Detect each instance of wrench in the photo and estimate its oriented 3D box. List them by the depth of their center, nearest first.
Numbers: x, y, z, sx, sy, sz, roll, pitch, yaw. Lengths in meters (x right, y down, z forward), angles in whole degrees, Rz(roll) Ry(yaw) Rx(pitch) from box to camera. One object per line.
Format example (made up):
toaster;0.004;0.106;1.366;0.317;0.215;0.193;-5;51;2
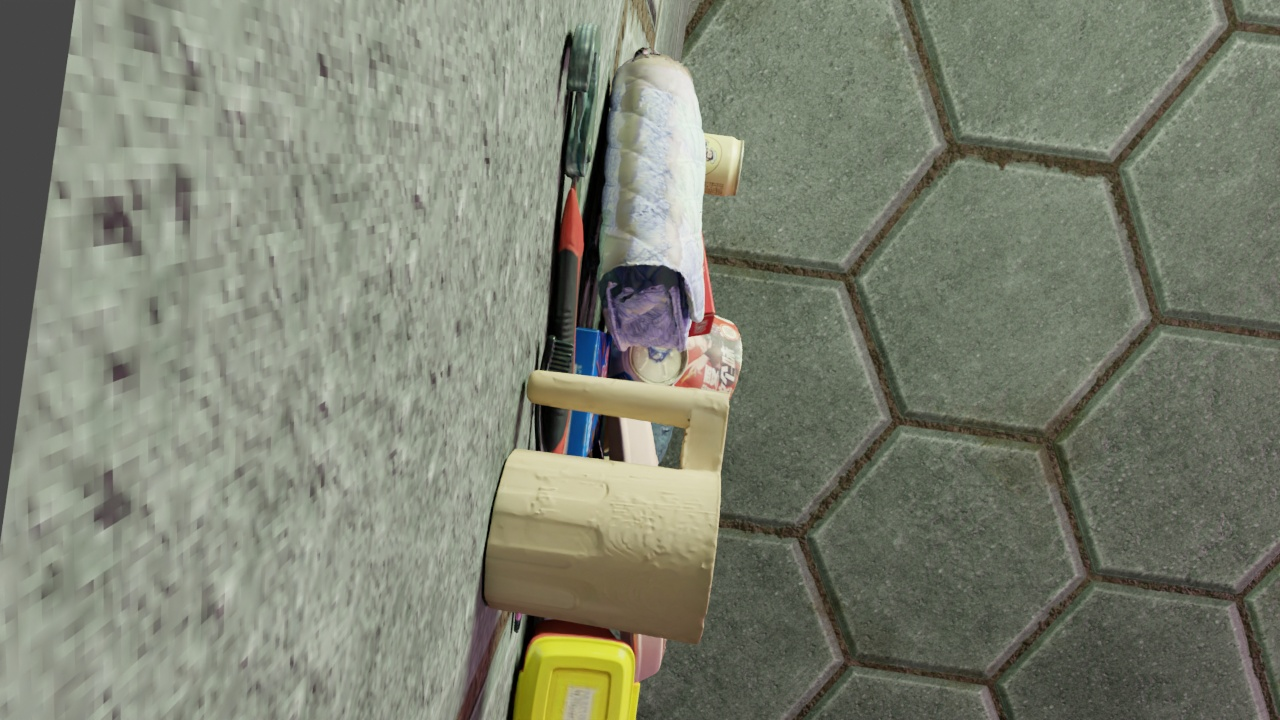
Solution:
wrench;-0.041;-0.047;0.519;0.056;0.016;0.274;-79;176;-63

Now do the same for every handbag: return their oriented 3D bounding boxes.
handbag;0.011;-0.111;0.674;0.134;0.075;0.193;77;12;-62

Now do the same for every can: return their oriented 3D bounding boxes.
can;-0.005;0.005;0.771;0.135;0.053;0.053;157;-57;-72
can;0.041;-0.198;0.907;0.058;0.116;0.058;16;83;-89

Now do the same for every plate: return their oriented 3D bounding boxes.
plate;-0.004;0.131;0.710;0.229;0.028;0.229;175;-88;-85

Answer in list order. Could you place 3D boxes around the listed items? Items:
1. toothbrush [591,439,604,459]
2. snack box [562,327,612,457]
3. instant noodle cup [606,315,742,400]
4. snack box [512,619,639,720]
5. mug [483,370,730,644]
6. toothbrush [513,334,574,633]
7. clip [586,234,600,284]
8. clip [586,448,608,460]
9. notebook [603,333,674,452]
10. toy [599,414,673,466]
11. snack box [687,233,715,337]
toothbrush;-0.036;0.107;0.853;0.016;0.014;0.189;-64;152;-48
snack box;-0.041;0.020;0.665;0.157;0.026;0.084;-19;116;-88
instant noodle cup;0.033;-0.002;0.947;0.138;0.108;0.138;-167;-89;-68
snack box;-0.046;0.226;0.630;0.080;0.082;0.091;-170;-92;-82
mug;-0.014;0.070;0.454;0.084;0.103;0.124;89;9;-80
toothbrush;-0.058;0.076;0.527;0.014;0.018;0.189;-83;-178;-72
clip;-0.031;-0.074;0.706;0.057;0.031;0.025;79;16;-71
clip;-0.028;0.107;0.912;0.103;0.092;0.035;-129;-133;-77
notebook;-0.001;-0.029;0.887;0.148;0.008;0.207;140;-42;-56
toy;-0.011;0.063;1.138;0.138;0.091;0.356;26;-71;62
snack box;0.021;-0.124;0.791;0.058;0.057;0.207;88;-5;-73
